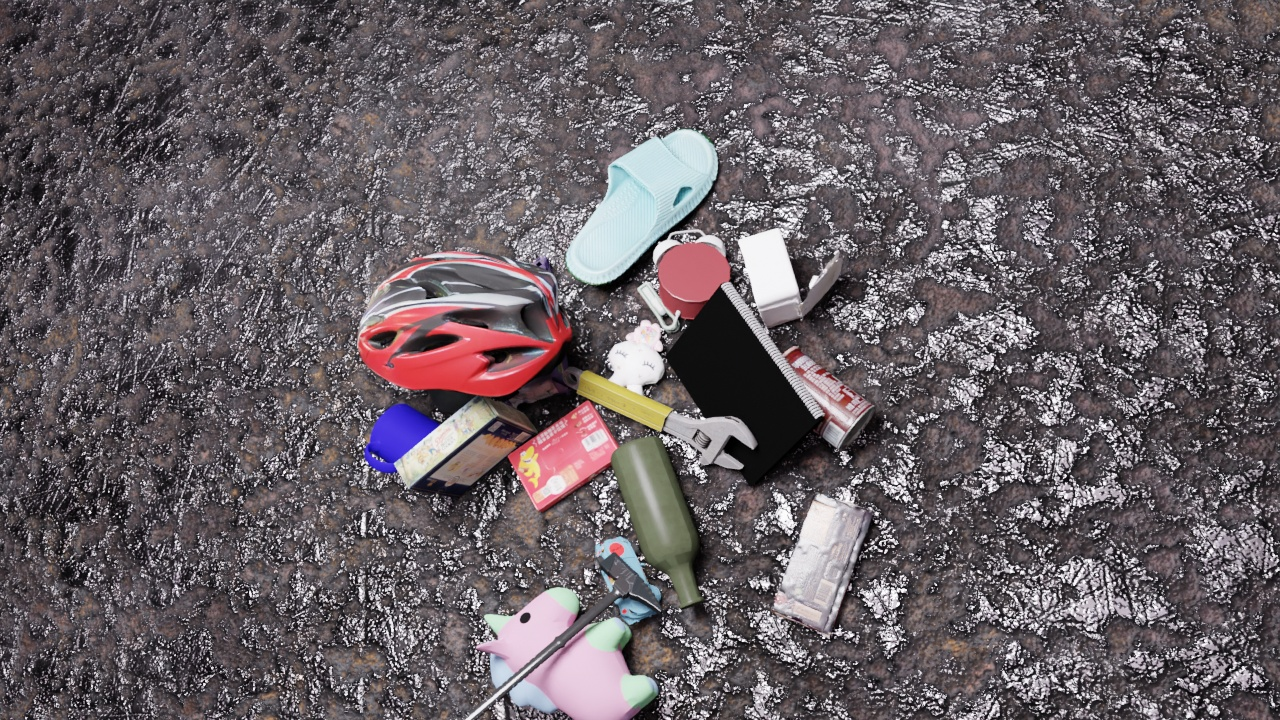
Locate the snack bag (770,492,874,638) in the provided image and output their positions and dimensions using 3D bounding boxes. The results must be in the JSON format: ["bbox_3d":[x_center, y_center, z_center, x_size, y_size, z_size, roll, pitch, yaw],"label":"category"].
[{"bbox_3d":[0.214,0.236,1.075,0.075,0.018,0.155,20,81,21],"label":"snack bag"}]

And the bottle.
[{"bbox_3d":[0.027,0.198,1.116,0.071,0.071,0.206,-24,69,9],"label":"bottle"}]

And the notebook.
[{"bbox_3d":[0.121,0.029,1.118,0.206,0.016,0.149,57,135,22],"label":"notebook"}]

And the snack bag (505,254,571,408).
[{"bbox_3d":[-0.157,-0.042,1.250,0.096,0.058,0.205,-16,71,13],"label":"snack bag"}]

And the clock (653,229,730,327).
[{"bbox_3d":[0.068,-0.113,1.195,0.096,0.048,0.137,-7,61,-2],"label":"clock"}]

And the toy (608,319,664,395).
[{"bbox_3d":[-0.007,0.007,1.199,0.076,0.037,0.125,24,90,14],"label":"toy"}]

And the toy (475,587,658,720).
[{"bbox_3d":[-0.084,0.372,1.084,0.171,0.120,0.222,-28,67,-3],"label":"toy"}]

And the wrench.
[{"bbox_3d":[0.018,0.065,1.152,0.273,0.018,0.084,24,127,20],"label":"wrench"}]

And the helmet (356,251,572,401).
[{"bbox_3d":[-0.219,-0.047,1.121,0.272,0.216,0.167,4,114,16],"label":"helmet"}]

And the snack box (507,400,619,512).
[{"bbox_3d":[-0.099,0.125,1.203,0.133,0.021,0.089,-35,67,5],"label":"snack box"}]

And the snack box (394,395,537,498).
[{"bbox_3d":[-0.220,0.113,1.178,0.145,0.144,0.042,-38,71,3],"label":"snack box"}]

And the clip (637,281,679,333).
[{"bbox_3d":[0.025,-0.069,1.218,0.023,0.047,0.076,-37,71,6],"label":"clip"}]

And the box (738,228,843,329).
[{"bbox_3d":[0.199,-0.109,1.134,0.130,0.110,0.103,-19,70,12],"label":"box"}]

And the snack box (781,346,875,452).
[{"bbox_3d":[0.213,0.046,1.103,0.121,0.072,0.072,39,88,22],"label":"snack box"}]

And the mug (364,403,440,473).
[{"bbox_3d":[-0.315,0.117,1.227,0.083,0.111,0.079,27,122,22],"label":"mug"}]

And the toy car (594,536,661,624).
[{"bbox_3d":[-0.015,0.263,1.118,0.060,0.028,0.107,-15,65,-26],"label":"toy car"}]

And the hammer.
[{"bbox_3d":[-0.118,0.346,1.022,0.324,0.015,0.095,-36,58,-24],"label":"hammer"}]

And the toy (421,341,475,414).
[{"bbox_3d":[-0.246,0.027,1.242,0.100,0.097,0.119,-150,67,-63],"label":"toy"}]

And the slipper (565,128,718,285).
[{"bbox_3d":[0.001,-0.215,1.231,0.116,0.069,0.275,37,77,19],"label":"slipper"}]
